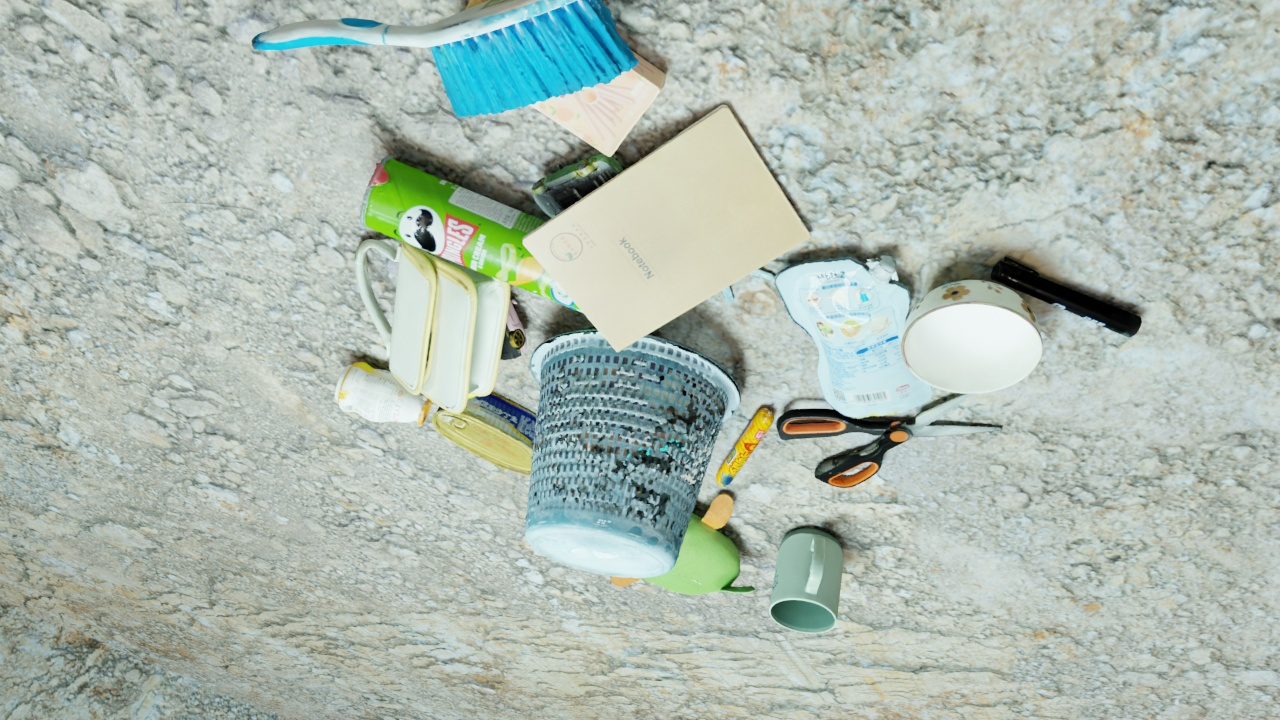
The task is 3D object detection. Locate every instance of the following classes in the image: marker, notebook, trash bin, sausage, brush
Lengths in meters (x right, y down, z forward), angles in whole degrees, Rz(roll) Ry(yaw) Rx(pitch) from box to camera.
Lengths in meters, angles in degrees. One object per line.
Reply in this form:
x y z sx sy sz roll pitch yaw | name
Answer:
0.361 -0.054 0.777 0.132 0.020 0.022 22 111 -3 | marker
0.023 -0.106 0.793 0.208 0.008 0.148 -30 122 17 | notebook
-0.024 0.106 0.928 0.226 0.194 0.227 10 153 5 | trash bin
0.116 0.101 1.041 0.021 0.021 0.166 20 140 -3 | sausage
-0.157 -0.235 0.698 0.315 0.060 0.109 -6 128 28 | brush

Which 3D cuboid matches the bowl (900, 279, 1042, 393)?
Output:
0.287 -0.030 0.797 0.113 0.062 0.114 11 141 9 | bowl

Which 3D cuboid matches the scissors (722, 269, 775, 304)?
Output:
0.057 -0.097 0.845 0.129 0.017 0.133 -5 139 22 | scissors

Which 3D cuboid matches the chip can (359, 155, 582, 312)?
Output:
-0.136 -0.113 0.852 0.236 0.072 0.072 21 140 -5 | chip can

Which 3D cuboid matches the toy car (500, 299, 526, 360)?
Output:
-0.157 -0.054 0.956 0.056 0.037 0.122 -4 123 27 | toy car

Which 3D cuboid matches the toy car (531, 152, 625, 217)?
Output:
-0.053 -0.153 0.802 0.091 0.036 0.043 -17 130 33 | toy car

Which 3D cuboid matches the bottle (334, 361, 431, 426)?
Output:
-0.307 0.044 1.101 0.108 0.063 0.063 20 140 -2 | bottle

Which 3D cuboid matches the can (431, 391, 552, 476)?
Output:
-0.175 0.083 1.107 0.148 0.049 0.075 28 139 -12 | can

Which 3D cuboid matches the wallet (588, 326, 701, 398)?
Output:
-0.006 0.006 0.981 0.097 0.020 0.122 -11 134 37 | wallet

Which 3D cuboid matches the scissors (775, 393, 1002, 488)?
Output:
0.254 0.080 0.972 0.221 0.021 0.222 9 142 3 | scissors

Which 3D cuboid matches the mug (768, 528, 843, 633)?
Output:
0.207 0.260 1.122 0.082 0.106 0.112 13 140 7 | mug

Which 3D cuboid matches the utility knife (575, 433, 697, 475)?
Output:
-0.014 0.114 1.111 0.210 0.013 0.029 -20 128 33 | utility knife

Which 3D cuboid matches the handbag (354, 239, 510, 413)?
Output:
-0.227 -0.047 0.934 0.179 0.063 0.164 26 122 18 | handbag

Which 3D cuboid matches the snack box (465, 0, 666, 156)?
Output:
-0.066 -0.235 0.722 0.157 0.026 0.085 30 139 -15 | snack box

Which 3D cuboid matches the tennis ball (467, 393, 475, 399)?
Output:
-0.199 0.011 1.021 0.065 0.065 0.066 10 140 9 | tennis ball

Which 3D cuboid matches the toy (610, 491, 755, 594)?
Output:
0.031 0.232 1.172 0.246 0.089 0.228 33 127 -23 | toy

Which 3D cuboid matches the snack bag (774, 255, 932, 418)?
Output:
0.203 -0.022 0.857 0.110 0.038 0.191 -2 135 30 | snack bag
